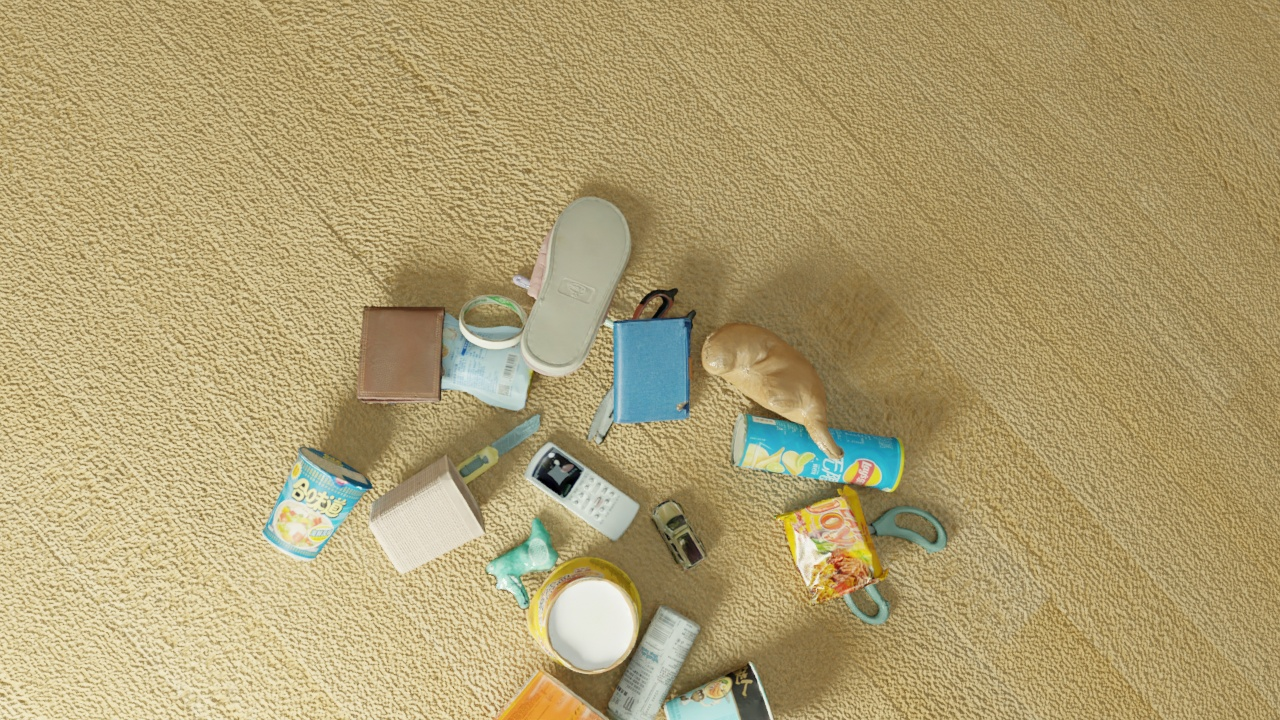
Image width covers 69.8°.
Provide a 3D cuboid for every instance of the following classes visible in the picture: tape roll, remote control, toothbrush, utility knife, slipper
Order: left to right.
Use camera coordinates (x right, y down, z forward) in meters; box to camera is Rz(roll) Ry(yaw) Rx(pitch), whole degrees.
[{"bbox_3d":[-0.216,0.135,1.156,0.219,0.022,0.031,-34,96,-15],"label":"utility knife"},{"bbox_3d":[-0.186,-0.050,1.163,0.085,0.014,0.085,8,47,-8],"label":"tape roll"},{"bbox_3d":[-0.084,-0.094,1.168,0.114,0.055,0.273,16,60,-4],"label":"slipper"},{"bbox_3d":[-0.081,-0.068,1.199,0.189,0.021,0.029,26,82,-1],"label":"toothbrush"},{"bbox_3d":[-0.074,0.165,1.162,0.150,0.021,0.058,35,79,-1],"label":"remote control"}]

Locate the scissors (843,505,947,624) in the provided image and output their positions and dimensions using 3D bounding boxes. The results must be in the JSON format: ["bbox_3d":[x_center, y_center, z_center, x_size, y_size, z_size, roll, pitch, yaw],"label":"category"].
[{"bbox_3d":[0.326,0.249,1.196,0.179,0.019,0.170,-14,82,-7],"label":"scissors"}]

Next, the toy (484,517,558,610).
[{"bbox_3d":[-0.144,0.255,1.134,0.092,0.030,0.096,-27,71,-6],"label":"toy"}]

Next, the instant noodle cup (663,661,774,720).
[{"bbox_3d":[0.095,0.434,1.102,0.120,0.111,0.111,-17,83,-3],"label":"instant noodle cup"}]

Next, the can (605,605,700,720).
[{"bbox_3d":[0.015,0.376,1.120,0.058,0.058,0.146,29,79,-1],"label":"can"}]

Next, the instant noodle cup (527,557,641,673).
[{"bbox_3d":[-0.061,0.310,1.096,0.138,0.110,0.138,1,82,-6],"label":"instant noodle cup"}]

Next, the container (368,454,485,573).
[{"bbox_3d":[-0.257,0.185,1.096,0.111,0.090,0.090,-29,107,-7],"label":"container"}]

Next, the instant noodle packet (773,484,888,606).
[{"bbox_3d":[0.241,0.234,1.162,0.111,0.044,0.128,-23,82,14],"label":"instant noodle packet"}]

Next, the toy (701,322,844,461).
[{"bbox_3d":[0.179,0.031,1.154,0.226,0.083,0.143,37,35,15],"label":"toy"}]

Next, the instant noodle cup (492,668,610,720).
[{"bbox_3d":[-0.103,0.437,1.058,0.151,0.152,0.111,37,70,0],"label":"instant noodle cup"}]

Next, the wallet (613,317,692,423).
[{"bbox_3d":[0.016,0.012,1.165,0.106,0.040,0.133,-4,102,-17],"label":"wallet"}]

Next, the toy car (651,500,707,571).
[{"bbox_3d":[0.049,0.219,1.161,0.042,0.035,0.090,-30,83,-11],"label":"toy car"}]

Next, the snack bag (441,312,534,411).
[{"bbox_3d":[-0.228,-0.004,1.163,0.191,0.039,0.110,12,82,-2],"label":"snack bag"}]

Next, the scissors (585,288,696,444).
[{"bbox_3d":[0.002,0.014,1.189,0.192,0.015,0.207,-11,106,-25],"label":"scissors"}]

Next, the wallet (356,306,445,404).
[{"bbox_3d":[-0.292,-0.008,1.130,0.101,0.032,0.124,1,78,-4],"label":"wallet"}]

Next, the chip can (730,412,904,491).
[{"bbox_3d":[0.225,0.118,1.178,0.210,0.071,0.071,9,80,-5],"label":"chip can"}]

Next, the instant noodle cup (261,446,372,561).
[{"bbox_3d":[-0.391,0.173,1.092,0.099,0.099,0.110,31,87,-1],"label":"instant noodle cup"}]
